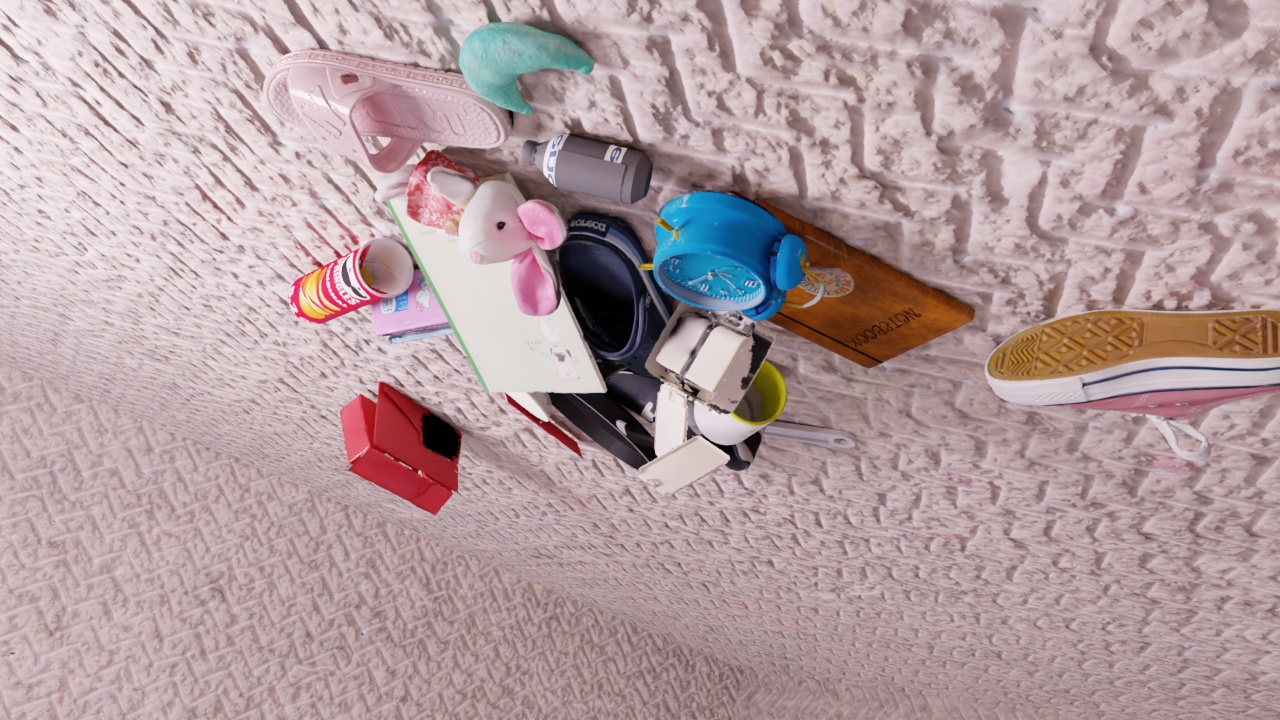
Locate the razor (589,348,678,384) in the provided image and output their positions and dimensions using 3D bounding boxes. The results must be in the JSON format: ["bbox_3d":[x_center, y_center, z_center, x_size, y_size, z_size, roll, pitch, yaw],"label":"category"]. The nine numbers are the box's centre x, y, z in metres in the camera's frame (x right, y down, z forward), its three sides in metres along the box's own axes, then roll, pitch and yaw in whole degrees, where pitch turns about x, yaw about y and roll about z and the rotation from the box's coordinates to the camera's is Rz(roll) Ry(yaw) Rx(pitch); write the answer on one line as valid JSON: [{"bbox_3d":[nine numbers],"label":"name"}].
[{"bbox_3d":[-0.007,0.006,1.105,0.151,0.067,0.054,19,154,-22],"label":"razor"}]

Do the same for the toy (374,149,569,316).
[{"bbox_3d":[-0.150,-0.130,0.843,0.194,0.084,0.159,30,149,4],"label":"toy"}]

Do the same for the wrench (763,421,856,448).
[{"bbox_3d":[0.147,0.082,1.220,0.274,0.018,0.087,7,153,21],"label":"wrench"}]

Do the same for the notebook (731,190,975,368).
[{"bbox_3d":[0.161,-0.066,0.882,0.249,0.014,0.179,24,156,-14],"label":"notebook"}]

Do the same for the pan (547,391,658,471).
[{"bbox_3d":[-0.035,0.079,1.182,0.225,0.034,0.357,44,166,-19],"label":"pan"}]

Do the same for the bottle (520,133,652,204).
[{"bbox_3d":[-0.046,-0.164,0.775,0.112,0.046,0.047,15,157,8],"label":"bottle"}]

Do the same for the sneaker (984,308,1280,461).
[{"bbox_3d":[0.419,0.015,0.764,0.242,0.118,0.088,-4,131,30],"label":"sneaker"}]

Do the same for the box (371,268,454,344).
[{"bbox_3d":[-0.246,-0.063,1.111,0.215,0.077,0.096,-7,148,44],"label":"box"}]

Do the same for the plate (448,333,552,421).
[{"bbox_3d":[-0.176,0.006,1.189,0.182,0.034,0.182,40,168,10],"label":"plate"}]

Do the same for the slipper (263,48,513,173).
[{"bbox_3d":[-0.227,-0.208,0.790,0.239,0.064,0.094,9,155,16],"label":"slipper"}]

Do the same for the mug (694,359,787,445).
[{"bbox_3d":[0.116,0.050,1.087,0.082,0.082,0.106,21,157,-6],"label":"mug"}]

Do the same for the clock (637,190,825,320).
[{"bbox_3d":[0.083,-0.086,0.798,0.161,0.060,0.117,18,156,-1],"label":"clock"}]

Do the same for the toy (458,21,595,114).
[{"bbox_3d":[-0.095,-0.225,0.699,0.085,0.033,0.105,20,159,-35],"label":"toy"}]

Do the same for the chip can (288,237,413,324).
[{"bbox_3d":[-0.363,-0.094,1.134,0.069,0.069,0.221,34,153,-32],"label":"chip can"}]

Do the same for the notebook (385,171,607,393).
[{"bbox_3d":[-0.152,-0.069,0.965,0.182,0.010,0.253,-1,124,37],"label":"notebook"}]

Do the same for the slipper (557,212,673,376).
[{"bbox_3d":[-0.032,-0.052,0.961,0.105,0.095,0.253,7,151,20],"label":"slipper"}]

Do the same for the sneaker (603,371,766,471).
[{"bbox_3d":[0.041,0.070,1.164,0.235,0.078,0.084,23,145,0],"label":"sneaker"}]

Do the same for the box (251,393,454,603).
[{"bbox_3d":[-0.499,0.243,1.606,0.153,0.325,0.213,41,180,44],"label":"box"}]

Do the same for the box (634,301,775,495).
[{"bbox_3d":[0.057,0.039,0.916,0.069,0.191,0.143,30,-178,-29],"label":"box"}]
